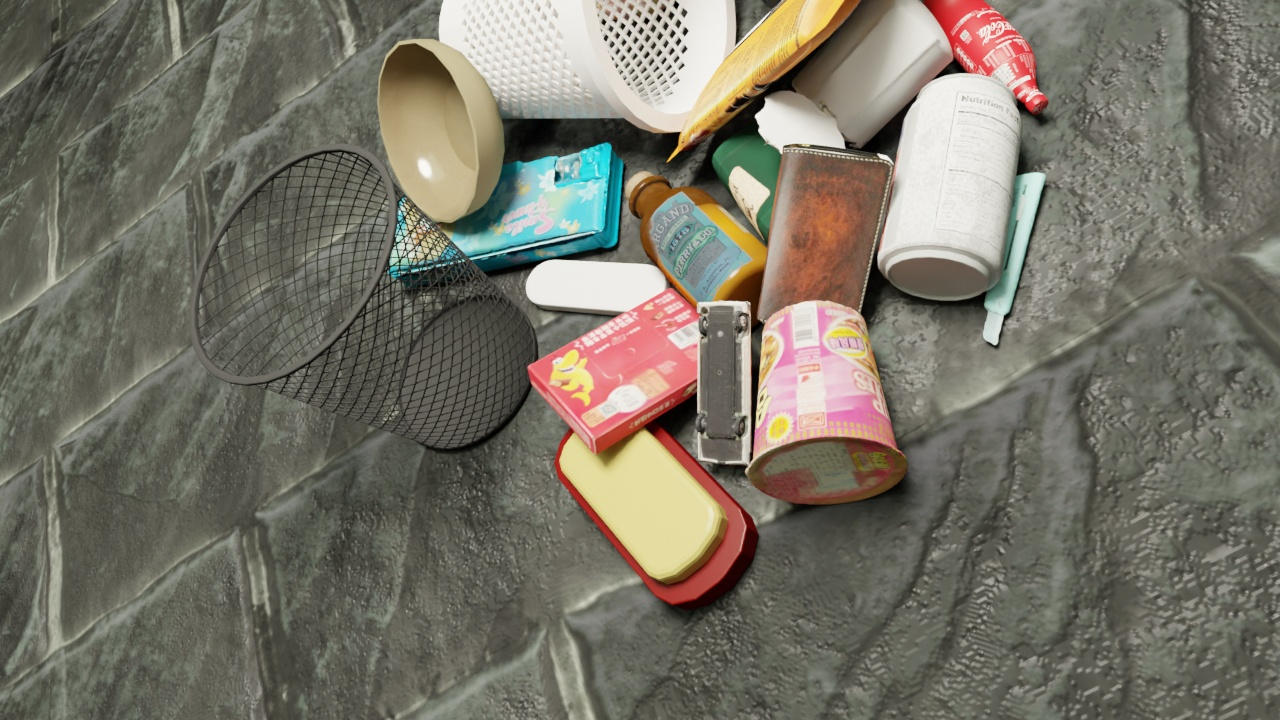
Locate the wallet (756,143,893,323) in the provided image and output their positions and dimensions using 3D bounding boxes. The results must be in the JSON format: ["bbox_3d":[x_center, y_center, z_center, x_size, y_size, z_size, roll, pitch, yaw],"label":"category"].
[{"bbox_3d":[0.122,-0.080,0.617,0.072,0.019,0.123,9,114,5],"label":"wallet"}]

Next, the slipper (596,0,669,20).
[{"bbox_3d":[-0.040,-0.379,0.871,0.198,0.081,0.093,9,74,34],"label":"slipper"}]

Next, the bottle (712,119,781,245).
[{"bbox_3d":[0.111,-0.114,0.676,0.061,0.061,0.131,-34,56,8],"label":"bottle"}]

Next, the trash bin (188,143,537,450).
[{"bbox_3d":[-0.196,-0.030,0.712,0.184,0.210,0.183,-12,63,23],"label":"trash bin"}]

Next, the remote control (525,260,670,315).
[{"bbox_3d":[-0.037,-0.061,0.762,0.137,0.013,0.043,6,71,30],"label":"remote control"}]

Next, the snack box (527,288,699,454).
[{"bbox_3d":[-0.004,0.004,0.674,0.132,0.021,0.089,-30,51,-20],"label":"snack box"}]

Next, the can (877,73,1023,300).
[{"bbox_3d":[0.208,-0.115,0.614,0.078,0.078,0.136,5,70,30],"label":"can"}]

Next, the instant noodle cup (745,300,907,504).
[{"bbox_3d":[0.117,0.025,0.596,0.098,0.098,0.108,-13,55,23],"label":"instant noodle cup"}]

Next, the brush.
[{"bbox_3d":[0.004,0.094,0.650,0.082,0.042,0.173,-47,55,2],"label":"brush"}]

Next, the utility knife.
[{"bbox_3d":[0.247,-0.068,0.613,0.022,0.015,0.126,11,77,27],"label":"utility knife"}]

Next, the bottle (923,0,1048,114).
[{"bbox_3d":[0.251,-0.228,0.666,0.042,0.042,0.141,-31,57,13],"label":"bottle"}]

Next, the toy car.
[{"bbox_3d":[0.061,0.015,0.639,0.039,0.039,0.113,1,92,29],"label":"toy car"}]

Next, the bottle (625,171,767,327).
[{"bbox_3d":[0.040,-0.093,0.702,0.068,0.068,0.157,-43,55,5],"label":"bottle"}]

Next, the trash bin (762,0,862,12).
[{"bbox_3d":[0.131,-0.416,0.703,0.218,0.227,0.217,-12,63,23],"label":"trash bin"}]

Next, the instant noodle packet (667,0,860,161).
[{"bbox_3d":[0.106,-0.239,0.666,0.159,0.032,0.221,-56,14,-22],"label":"instant noodle packet"}]

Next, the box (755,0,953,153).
[{"bbox_3d":[0.150,-0.195,0.648,0.083,0.141,0.140,42,114,-5],"label":"box"}]

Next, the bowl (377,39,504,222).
[{"bbox_3d":[-0.164,-0.199,0.788,0.050,0.153,0.152,-24,43,-38],"label":"bowl"}]

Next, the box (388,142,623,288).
[{"bbox_3d":[-0.125,-0.128,0.823,0.227,0.041,0.094,-8,64,25],"label":"box"}]

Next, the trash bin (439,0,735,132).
[{"bbox_3d":[-0.056,-0.285,0.784,0.200,0.195,0.195,5,70,40],"label":"trash bin"}]
